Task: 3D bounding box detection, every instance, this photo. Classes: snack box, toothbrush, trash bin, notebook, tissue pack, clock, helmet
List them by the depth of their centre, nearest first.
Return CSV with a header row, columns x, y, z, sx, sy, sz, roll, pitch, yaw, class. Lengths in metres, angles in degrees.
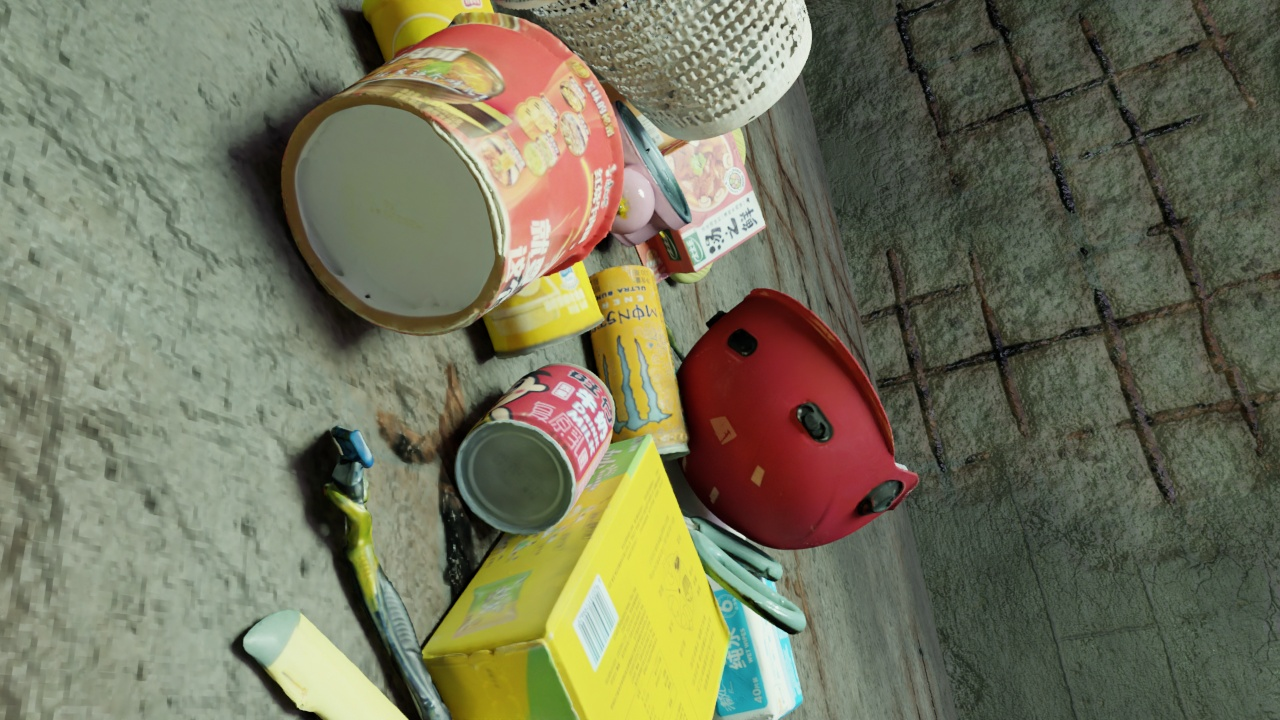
x,y,z,sx,sy,sz,roll,pitch,yaw,class
-0.019,0.157,0.506,0.209,0.070,0.158,-57,128,-66,snack box
0.027,-0.287,0.706,0.192,0.228,0.227,44,35,-42,trash bin
0.100,0.060,0.726,0.207,0.144,0.240,49,-5,23,helmet
0.079,0.226,0.733,0.090,0.063,0.140,22,51,-63,tissue pack
-0.017,-0.152,0.749,0.117,0.060,0.158,63,14,9,clock
0.048,0.080,0.850,0.209,0.012,0.150,37,40,-60,notebook
0.047,-0.149,0.875,0.126,0.044,0.113,-36,113,-28,snack box
0.058,0.019,0.896,0.186,0.012,0.017,52,16,-43,toothbrush

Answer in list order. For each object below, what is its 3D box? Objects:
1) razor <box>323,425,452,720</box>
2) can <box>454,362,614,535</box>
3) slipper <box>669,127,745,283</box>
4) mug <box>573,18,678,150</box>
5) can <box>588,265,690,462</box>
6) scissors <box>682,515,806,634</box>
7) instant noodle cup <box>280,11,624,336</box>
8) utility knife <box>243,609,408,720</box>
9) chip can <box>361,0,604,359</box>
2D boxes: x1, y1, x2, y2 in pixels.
x,y,z,sx,sy,sz,roll,pitch,yaw,class
-0.108,0.097,0.386,0.043,0.022,0.143,3,-70,63,razor
-0.054,0.045,0.506,0.093,0.067,0.066,-56,127,-65,can
0.045,-0.174,0.953,0.091,0.082,0.190,22,79,-50,slipper
-0.006,-0.250,0.874,0.123,0.078,0.078,55,26,-53,mug
-0.004,0.004,0.691,0.058,0.058,0.146,20,56,-67,can
0.067,0.145,0.672,0.170,0.019,0.179,34,3,35,scissors
-0.087,-0.080,0.428,0.138,0.138,0.108,66,29,-21,instant noodle cup
-0.089,0.172,0.377,0.213,0.022,0.030,56,26,-26,utility knife
-0.089,-0.111,0.531,0.072,0.072,0.213,-45,118,-68,chip can
